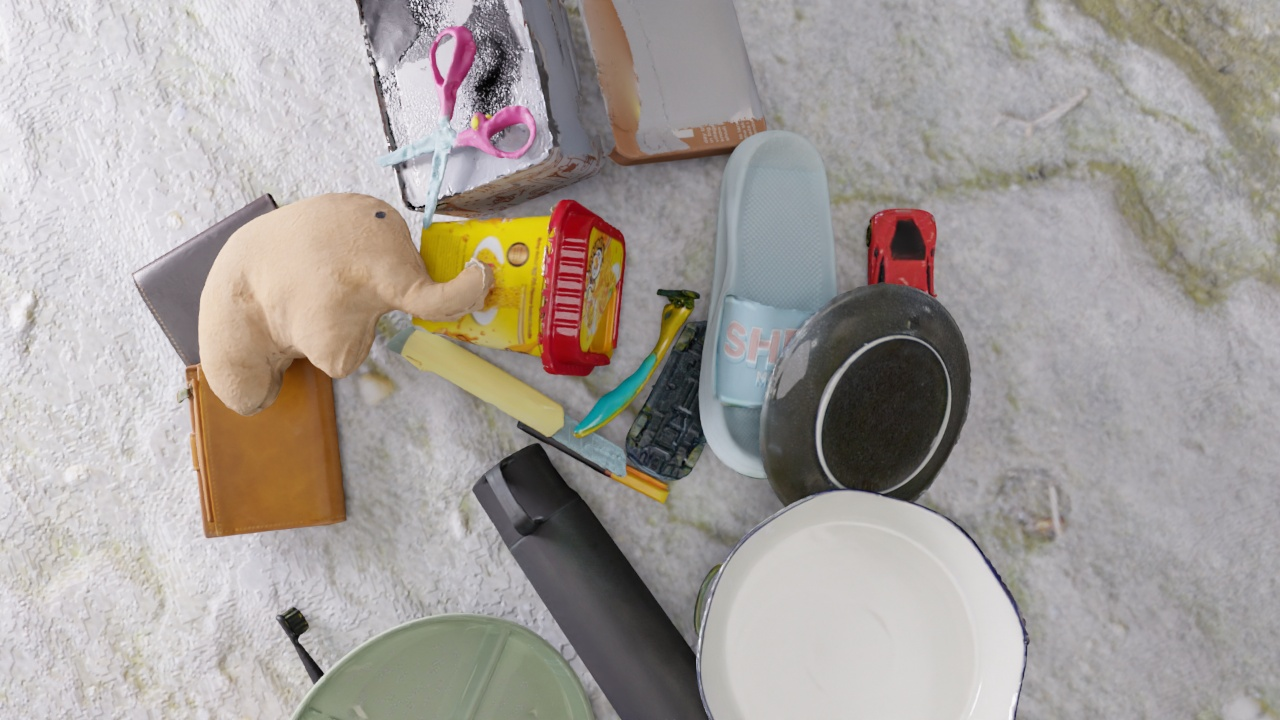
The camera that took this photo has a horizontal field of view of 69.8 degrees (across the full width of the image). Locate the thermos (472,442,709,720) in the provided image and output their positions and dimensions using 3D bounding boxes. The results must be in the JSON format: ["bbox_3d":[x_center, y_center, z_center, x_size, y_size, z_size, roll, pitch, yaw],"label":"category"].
[{"bbox_3d":[-0.030,0.172,0.631,0.068,0.090,0.242,-38,81,7],"label":"thermos"}]

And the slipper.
[{"bbox_3d":[0.102,-0.041,0.633,0.104,0.074,0.245,3,86,-23],"label":"slipper"}]

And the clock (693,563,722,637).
[{"bbox_3d":[0.117,0.190,0.642,0.161,0.056,0.116,15,79,4],"label":"clock"}]

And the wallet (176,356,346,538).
[{"bbox_3d":[-0.285,0.063,0.680,0.119,0.035,0.130,-6,90,-1],"label":"wallet"}]

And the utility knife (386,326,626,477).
[{"bbox_3d":[-0.097,0.027,0.668,0.208,0.021,0.031,28,87,18],"label":"utility knife"}]

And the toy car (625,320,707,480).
[{"bbox_3d":[0.033,0.029,0.668,0.054,0.037,0.120,27,81,1],"label":"toy car"}]

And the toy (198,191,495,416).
[{"bbox_3d":[-0.204,-0.051,0.611,0.226,0.082,0.143,-18,73,23],"label":"toy"}]

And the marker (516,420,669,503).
[{"bbox_3d":[-0.035,0.072,0.679,0.124,0.018,0.015,26,91,3],"label":"marker"}]

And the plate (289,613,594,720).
[{"bbox_3d":[-0.138,0.287,0.632,0.229,0.027,0.230,0,91,-26],"label":"plate"}]

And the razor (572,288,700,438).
[{"bbox_3d":[-0.004,0.004,0.656,0.028,0.043,0.132,41,78,-25],"label":"razor"}]

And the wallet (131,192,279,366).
[{"bbox_3d":[-0.308,-0.055,0.694,0.122,0.020,0.096,-30,93,1],"label":"wallet"}]

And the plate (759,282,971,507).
[{"bbox_3d":[0.161,0.036,0.623,0.179,0.024,0.179,-7,107,-23],"label":"plate"}]

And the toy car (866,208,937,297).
[{"bbox_3d":[0.189,-0.057,0.664,0.049,0.031,0.106,2,91,4],"label":"toy car"}]

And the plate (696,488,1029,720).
[{"bbox_3d":[0.138,0.188,0.591,0.205,0.045,0.204,0,80,0],"label":"plate"}]

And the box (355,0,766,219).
[{"bbox_3d":[-0.053,-0.212,0.637,0.271,0.133,0.179,-14,89,-2],"label":"box"}]

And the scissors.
[{"bbox_3d":[-0.125,-0.153,0.593,0.134,0.017,0.131,-10,93,29],"label":"scissors"}]

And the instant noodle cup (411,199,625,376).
[{"bbox_3d":[-0.084,-0.051,0.642,0.124,0.116,0.116,6,90,14],"label":"instant noodle cup"}]

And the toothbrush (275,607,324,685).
[{"bbox_3d":[-0.212,0.278,0.683,0.027,0.026,0.212,-30,86,-33],"label":"toothbrush"}]
